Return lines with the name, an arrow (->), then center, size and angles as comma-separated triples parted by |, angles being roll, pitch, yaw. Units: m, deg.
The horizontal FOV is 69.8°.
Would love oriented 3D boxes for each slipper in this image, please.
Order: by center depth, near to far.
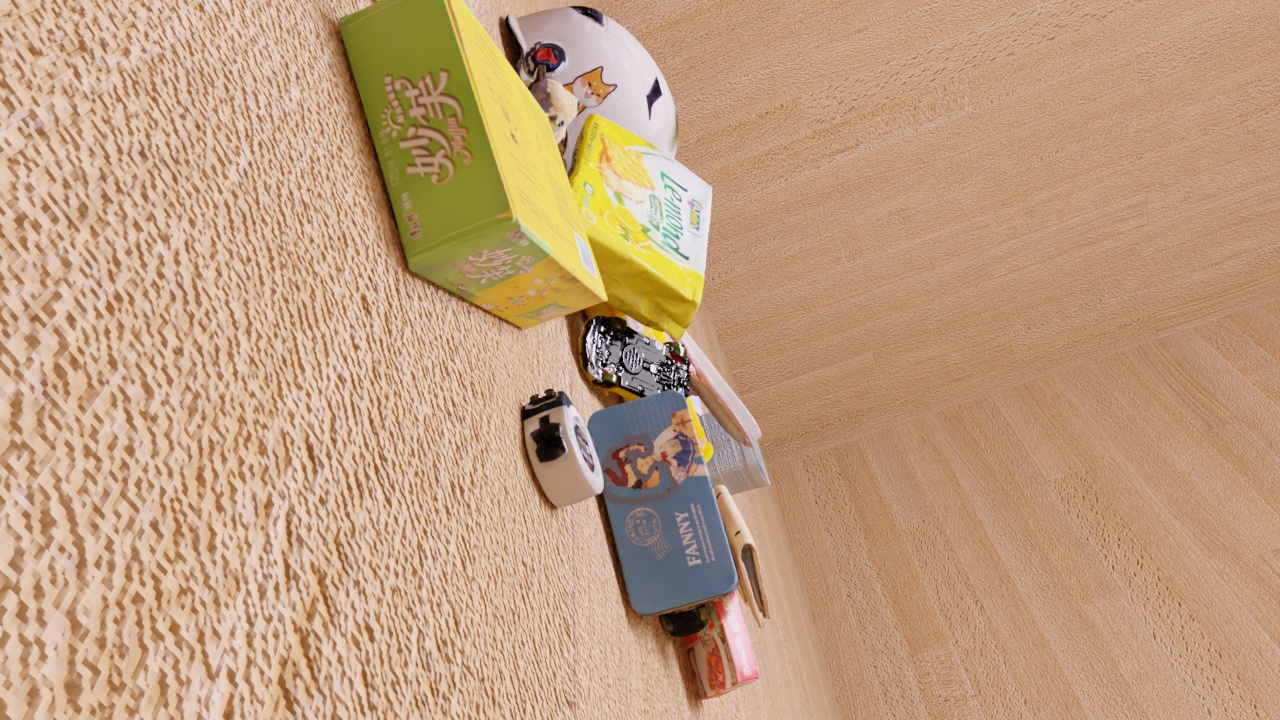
slipper -> 0.034, -0.004, 1.046 | 0.274, 0.054, 0.114 | 50, -6, 11

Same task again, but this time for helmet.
helmet -> -0.043, -0.308, 1.100 | 0.230, 0.157, 0.274 | 18, 53, -80

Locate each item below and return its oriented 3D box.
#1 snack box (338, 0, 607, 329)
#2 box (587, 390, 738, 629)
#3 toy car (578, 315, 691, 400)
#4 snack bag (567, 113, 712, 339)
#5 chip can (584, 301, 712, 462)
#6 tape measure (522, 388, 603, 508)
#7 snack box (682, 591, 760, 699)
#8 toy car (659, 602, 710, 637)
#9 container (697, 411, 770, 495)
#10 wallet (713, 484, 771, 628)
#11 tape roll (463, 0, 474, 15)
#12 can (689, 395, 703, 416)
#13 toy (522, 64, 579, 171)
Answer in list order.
snack box -> -0.097, -0.117, 0.591 | 0.210, 0.070, 0.157 | 32, 39, -77
box -> 0.019, 0.120, 0.734 | 0.062, 0.090, 0.184 | 67, 5, -67
toy car -> -0.005, 0.005, 0.878 | 0.155, 0.041, 0.071 | 24, 64, -42
snack bag -> -0.012, -0.138, 0.903 | 0.158, 0.068, 0.245 | 31, 38, -18
chip can -> 0.007, 0.018, 0.966 | 0.072, 0.072, 0.213 | -87, 155, -70
tape measure -> -0.051, 0.062, 0.605 | 0.066, 0.033, 0.066 | -103, 168, -50
snack box -> 0.060, 0.224, 0.839 | 0.075, 0.025, 0.152 | -49, -130, 50
toy car -> 0.033, 0.197, 0.808 | 0.036, 0.043, 0.091 | 53, 20, -64
container -> 0.087, 0.117, 1.117 | 0.090, 0.111, 0.089 | 57, 16, -57
wallet -> 0.087, 0.168, 0.785 | 0.115, 0.024, 0.087 | -118, -164, -72
tape roll -> -0.141, -0.267, 0.790 | 0.086, 0.014, 0.086 | 163, -88, -86
can -> 0.055, 0.052, 1.265 | 0.134, 0.053, 0.053 | -95, 164, -60
toy -> -0.092, -0.226, 0.907 | 0.157, 0.066, 0.105 | 105, -18, -79
